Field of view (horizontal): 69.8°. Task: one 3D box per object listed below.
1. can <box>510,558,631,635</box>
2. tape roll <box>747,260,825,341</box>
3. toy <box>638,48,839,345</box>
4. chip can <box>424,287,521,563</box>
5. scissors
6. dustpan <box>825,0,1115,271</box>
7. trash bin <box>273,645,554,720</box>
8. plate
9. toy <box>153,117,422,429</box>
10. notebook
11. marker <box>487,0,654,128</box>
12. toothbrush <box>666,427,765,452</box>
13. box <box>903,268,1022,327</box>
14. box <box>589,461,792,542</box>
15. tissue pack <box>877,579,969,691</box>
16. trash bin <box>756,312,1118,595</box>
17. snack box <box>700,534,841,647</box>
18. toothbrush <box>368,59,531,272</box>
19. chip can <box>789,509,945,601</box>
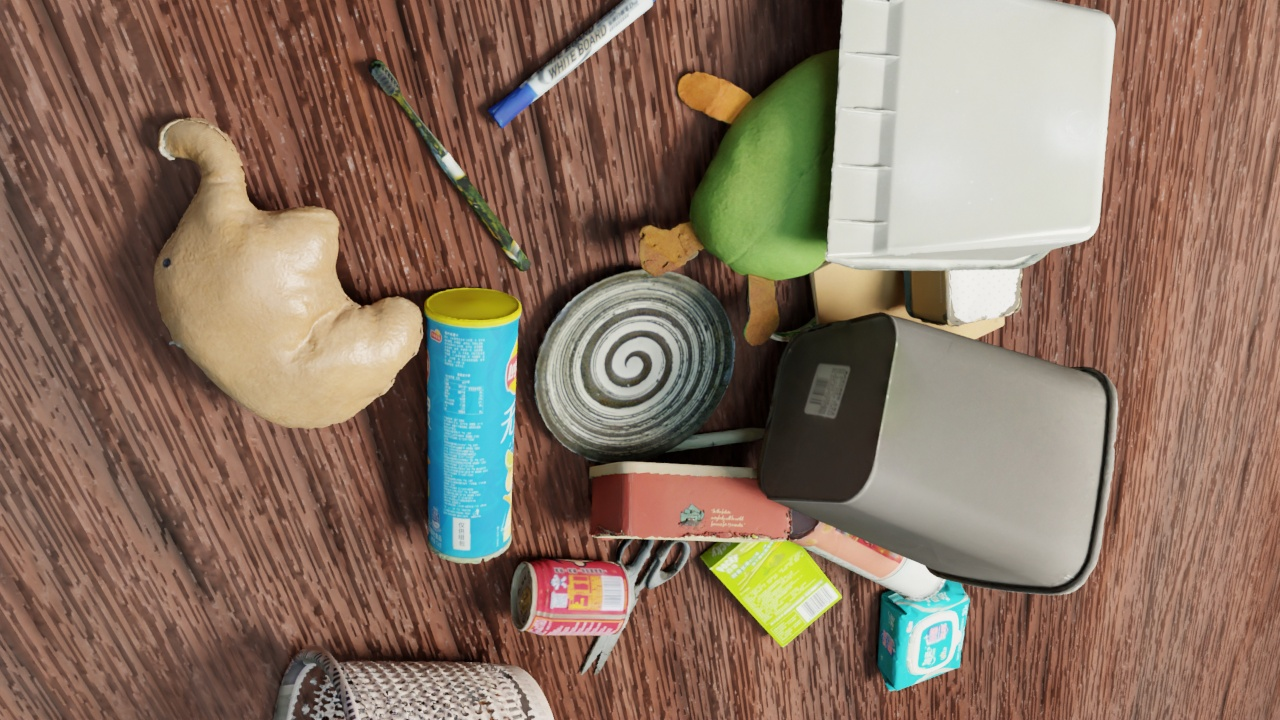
[{"bbox_3d":[-0.064,0.213,0.826,0.093,0.066,0.067,8,110,-25],"label":"can"},{"bbox_3d":[0.135,-0.058,0.809,0.085,0.014,0.086,-9,116,-18],"label":"tape roll"},{"bbox_3d":[0.115,-0.140,0.718,0.227,0.090,0.247,36,94,-17],"label":"toy"},{"bbox_3d":[-0.133,0.053,0.720,0.071,0.071,0.210,-4,116,-20],"label":"chip can"},{"bbox_3d":[-0.006,0.237,0.892,0.146,0.014,0.172,-18,119,-12],"label":"scissors"},{"bbox_3d":[0.261,-0.176,0.723,0.257,0.142,0.222,3,94,-3],"label":"dustpan"},{"bbox_3d":[-0.183,0.345,0.771,0.191,0.227,0.228,4,113,-37],"label":"trash bin"},{"bbox_3d":[-0.005,0.005,0.777,0.179,0.024,0.180,-8,116,-17],"label":"plate"},{"bbox_3d":[-0.257,-0.049,0.621,0.143,0.082,0.226,-40,119,-6],"label":"toy"},{"bbox_3d":[0.254,-0.057,0.851,0.211,0.012,0.150,-24,122,-15],"label":"notebook"},{"bbox_3d":[-0.048,-0.218,0.657,0.146,0.017,0.017,-39,122,-1],"label":"marker"},{"bbox_3d":[0.089,0.069,0.849,0.189,0.029,0.020,-6,156,-18],"label":"toothbrush"},{"bbox_3d":[0.275,-0.124,0.788,0.089,0.061,0.184,-9,100,-20],"label":"box"},{"bbox_3d":[0.043,0.134,0.806,0.168,0.091,0.080,6,78,-24],"label":"box"},{"bbox_3d":[0.318,0.309,1.035,0.093,0.050,0.134,-13,118,-17],"label":"tissue pack"},{"bbox_3d":[0.237,0.070,0.769,0.219,0.199,0.198,20,75,-22],"label":"trash bin"},{"bbox_3d":[0.135,0.221,0.934,0.086,0.026,0.156,-40,122,-1],"label":"snack box"},{"bbox_3d":[-0.133,-0.134,0.662,0.012,0.017,0.186,-34,122,2],"label":"toothbrush"},{"bbox_3d":[0.219,0.177,0.911,0.214,0.071,0.071,30,100,-35],"label":"chip can"}]
